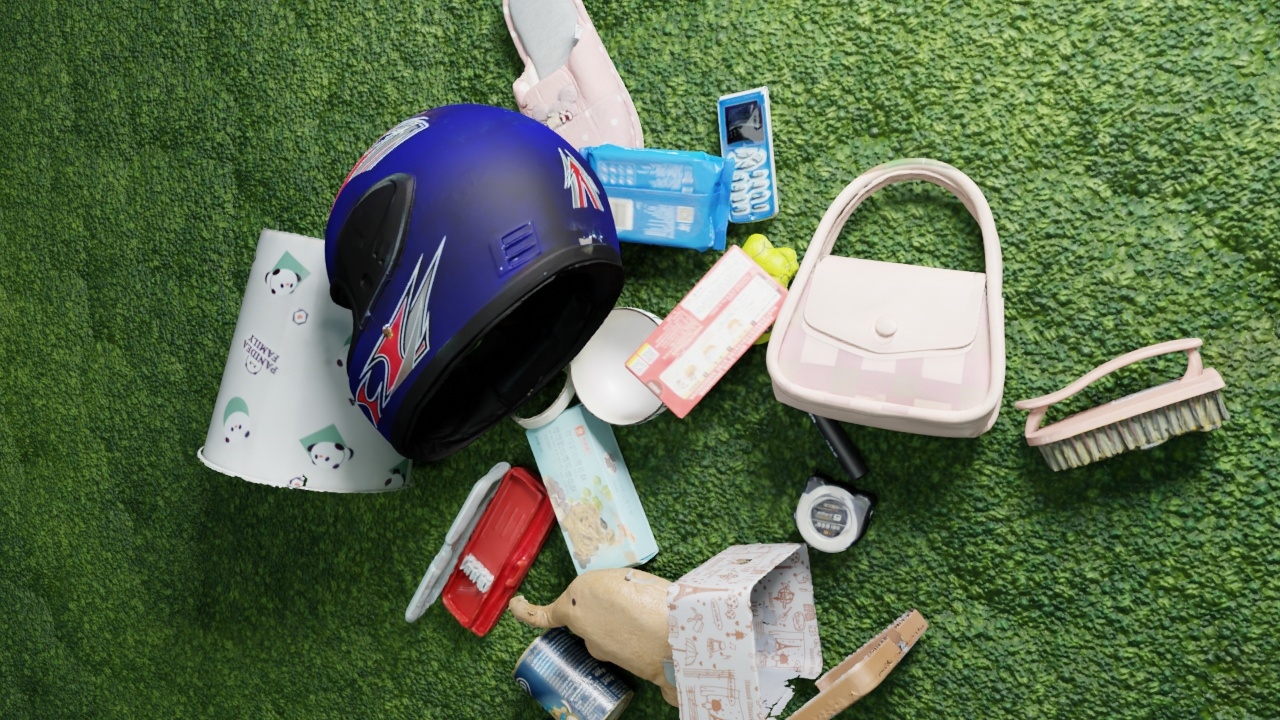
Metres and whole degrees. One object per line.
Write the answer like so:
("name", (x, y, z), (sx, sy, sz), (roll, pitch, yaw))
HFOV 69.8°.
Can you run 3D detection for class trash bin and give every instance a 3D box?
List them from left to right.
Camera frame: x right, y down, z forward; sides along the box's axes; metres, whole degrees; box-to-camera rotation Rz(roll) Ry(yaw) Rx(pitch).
("trash bin", (-0.343, -0.003, 1.011), (0.230, 0.229, 0.252), (13, 94, 26))

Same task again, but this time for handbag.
("handbag", (0.223, -0.058, 0.792), (0.193, 0.093, 0.234), (10, 86, 20))

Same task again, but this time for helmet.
("helmet", (-0.174, -0.088, 0.854), (0.316, 0.246, 0.240), (-47, 70, 25))

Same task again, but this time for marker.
("marker", (0.171, 0.052, 0.858), (0.022, 0.020, 0.132), (-35, 76, 20))

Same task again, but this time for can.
("can", (-0.070, 0.342, 0.966), (0.111, 0.075, 0.075), (36, 108, 20))

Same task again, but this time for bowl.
("bowl", (-0.005, 0.005, 0.919), (0.117, 0.066, 0.116), (1, 92, 26))

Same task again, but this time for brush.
("brush", (0.379, 0.037, 0.728), (0.146, 0.063, 0.073), (-24, 86, 28))

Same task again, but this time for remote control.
("remote control", (0.103, -0.195, 0.875), (0.049, 0.024, 0.125), (-4, 92, 27))

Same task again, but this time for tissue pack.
("tissue pack", (0.015, -0.160, 0.892), (0.157, 0.052, 0.095), (9, 114, 18))

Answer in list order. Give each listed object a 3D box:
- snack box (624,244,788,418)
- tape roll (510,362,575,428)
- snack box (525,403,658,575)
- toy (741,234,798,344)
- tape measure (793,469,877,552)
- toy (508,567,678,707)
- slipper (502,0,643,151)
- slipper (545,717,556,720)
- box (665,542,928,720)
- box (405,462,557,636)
("snack box", (0.063, -0.026, 0.847), (0.075, 0.025, 0.153), (43, 93, 6))
("tape roll", (-0.103, 0.033, 0.970), (0.086, 0.014, 0.085), (-26, 41, 25))
("snack box", (-0.051, 0.136, 0.957), (0.074, 0.051, 0.175), (-25, 82, 27))
("toy", (0.114, -0.064, 0.874), (0.097, 0.031, 0.100), (30, 101, 22))
("tape measure", (0.179, 0.143, 0.852), (0.066, 0.033, 0.066), (24, 101, 26))
("toy", (-0.020, 0.261, 0.913), (0.226, 0.082, 0.144), (22, 119, 13))
("slipper", (-0.077, -0.282, 0.942), (0.114, 0.054, 0.274), (-21, 86, 25))
("slipper", (-0.027, 0.467, 0.944), (0.253, 0.095, 0.105), (33, 109, 25))
("box", (0.145, 0.247, 0.792), (0.185, 0.182, 0.154), (-10, 89, 27))
("box", (-0.179, 0.211, 1.000), (0.095, 0.101, 0.202), (37, 109, 21))
